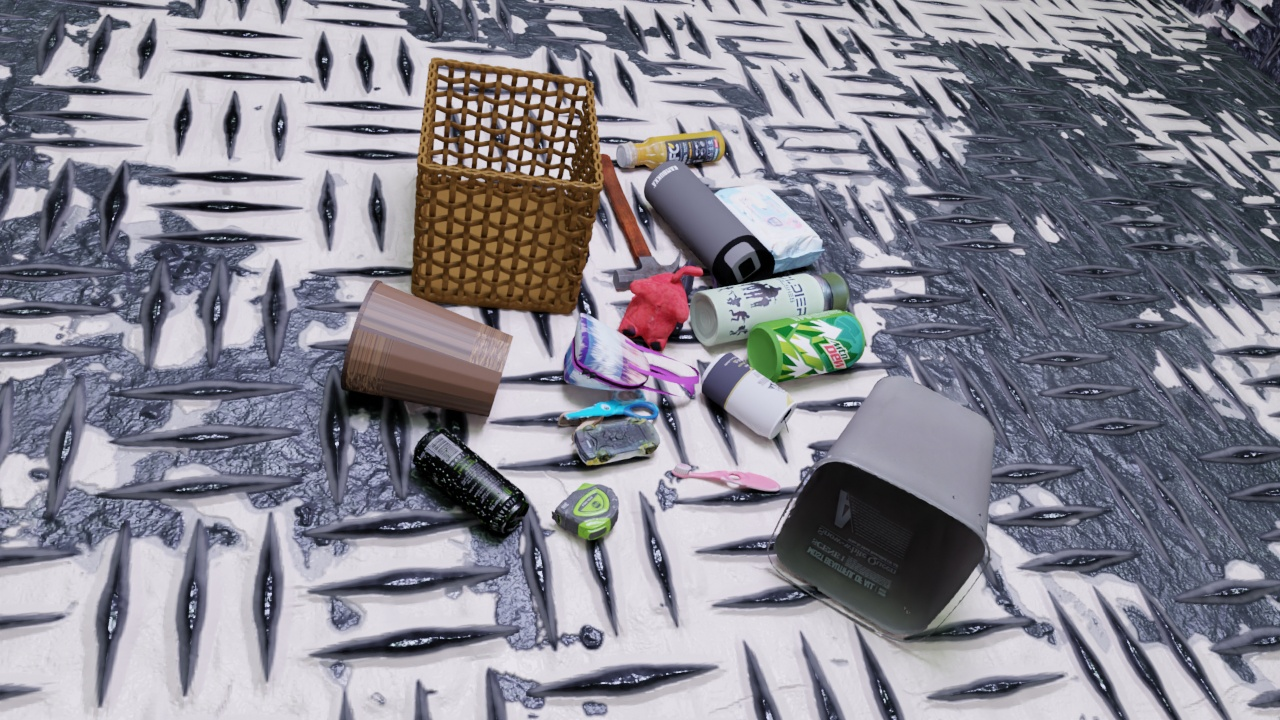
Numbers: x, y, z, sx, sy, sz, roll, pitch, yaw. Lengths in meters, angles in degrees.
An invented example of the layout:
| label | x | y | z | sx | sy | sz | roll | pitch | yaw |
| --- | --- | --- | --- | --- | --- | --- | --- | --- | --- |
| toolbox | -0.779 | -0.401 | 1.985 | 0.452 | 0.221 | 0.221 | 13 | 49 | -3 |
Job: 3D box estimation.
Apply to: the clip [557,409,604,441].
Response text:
| label | x | y | z | sx | sy | sz | roll | pitch | yaw |
| --- | --- | --- | --- | --- | --- | --- | --- | --- | --- |
| clip | -0.073 | 0.072 | 1.108 | 0.039 | 0.024 | 0.060 | 38 | 38 | 16 |

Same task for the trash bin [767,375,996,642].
| label | x | y | z | sx | sy | sz | roll | pitch | yaw |
| --- | --- | --- | --- | --- | --- | --- | --- | --- | --- |
| trash bin | 0.286 | 0.149 | 1.031 | 0.197 | 0.198 | 0.219 | 29 | 39 | 11 |

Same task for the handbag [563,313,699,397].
| label | x | y | z | sx | sy | sz | roll | pitch | yaw |
| --- | --- | --- | --- | --- | --- | --- | --- | --- | --- |
| handbag | -0.007 | 0.007 | 1.161 | 0.170 | 0.068 | 0.144 | 17 | 24 | -13 |

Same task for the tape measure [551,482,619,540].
| label | x | y | z | sx | sy | sz | roll | pitch | yaw |
| --- | --- | --- | --- | --- | --- | --- | --- | --- | --- |
| tape measure | -0.055 | 0.168 | 1.012 | 0.059 | 0.036 | 0.065 | 30 | 49 | 26 |

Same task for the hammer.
| label | x | y | z | sx | sy | sz | roll | pitch | yaw |
| --- | --- | --- | --- | --- | --- | --- | --- | --- | --- |
| hammer | -0.021 | -0.219 | 1.399 | 0.111 | 0.028 | 0.300 | -5 | 49 | -19 |

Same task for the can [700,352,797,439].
| label | x | y | z | sx | sy | sz | roll | pitch | yaw |
| --- | --- | --- | --- | --- | --- | --- | --- | --- | --- |
| can | 0.141 | 0.048 | 1.163 | 0.127 | 0.064 | 0.064 | 37 | 48 | 19 |

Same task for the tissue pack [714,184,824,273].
| label | x | y | z | sx | sy | sz | roll | pitch | yaw |
| --- | --- | --- | --- | --- | --- | --- | --- | --- | --- |
| tissue pack | 0.185 | -0.208 | 1.419 | 0.111 | 0.070 | 0.182 | -18 | 54 | -29 |

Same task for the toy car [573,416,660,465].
| label | x | y | z | sx | sy | sz | roll | pitch | yaw |
| --- | --- | --- | --- | --- | --- | --- | --- | --- | --- |
| toy car | -0.028 | 0.098 | 1.087 | 0.105 | 0.033 | 0.048 | -8 | 48 | -28 |

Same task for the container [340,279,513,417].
| label | x | y | z | sx | sy | sz | roll | pitch | yaw |
| --- | --- | --- | --- | --- | --- | --- | --- | --- | --- |
| container | -0.243 | -0.005 | 1.064 | 0.167 | 0.132 | 0.132 | 17 | 45 | -8 |

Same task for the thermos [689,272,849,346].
| label | x | y | z | sx | sy | sz | roll | pitch | yaw |
| --- | --- | --- | --- | --- | --- | --- | --- | --- | --- |
| thermos | 0.188 | -0.073 | 1.288 | 0.231 | 0.083 | 0.082 | -11 | 51 | -26 |

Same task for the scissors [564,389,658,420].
| label | x | y | z | sx | sy | sz | roll | pitch | yaw |
| --- | --- | --- | --- | --- | --- | --- | --- | --- | --- |
| scissors | -0.038 | 0.058 | 1.117 | 0.134 | 0.015 | 0.066 | -6 | 42 | -42 |

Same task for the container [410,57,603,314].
| label | x | y | z | sx | sy | sz | roll | pitch | yaw |
| --- | --- | --- | --- | --- | --- | --- | --- | --- | --- |
| container | -0.183 | -0.231 | 1.229 | 0.219 | 0.215 | 0.251 | 4 | 46 | -12 |

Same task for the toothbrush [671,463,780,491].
| label | x | y | z | sx | sy | sz | roll | pitch | yaw |
| --- | --- | --- | --- | --- | --- | --- | --- | --- | --- |
| toothbrush | 0.104 | 0.140 | 1.098 | 0.135 | 0.016 | 0.021 | 9 | 45 | -7 |

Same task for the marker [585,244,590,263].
| label | x | y | z | sx | sy | sz | roll | pitch | yaw |
| --- | --- | --- | --- | --- | --- | --- | --- | --- | --- |
| marker | -0.087 | -0.188 | 1.355 | 0.019 | 0.019 | 0.145 | 4 | 46 | -13 |

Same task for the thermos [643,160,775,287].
| label | x | y | z | sx | sy | sz | roll | pitch | yaw |
| --- | --- | --- | --- | --- | --- | --- | --- | --- | --- |
| thermos | 0.099 | -0.199 | 1.364 | 0.082 | 0.082 | 0.240 | -15 | 49 | -28 |

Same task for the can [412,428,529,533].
| label | x | y | z | sx | sy | sz | roll | pitch | yaw |
| --- | --- | --- | --- | --- | --- | --- | --- | --- | --- |
| can | -0.185 | 0.130 | 0.996 | 0.138 | 0.054 | 0.053 | 36 | 48 | 18 |

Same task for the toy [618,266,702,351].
| label | x | y | z | sx | sy | sz | roll | pitch | yaw |
| --- | --- | --- | --- | --- | --- | --- | --- | --- | --- |
| toy | 0.029 | -0.090 | 1.225 | 0.088 | 0.133 | 0.093 | 35 | 31 | -8 |

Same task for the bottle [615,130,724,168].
| label | x | y | z | sx | sy | sz | roll | pitch | yaw |
| --- | --- | --- | --- | --- | --- | --- | --- | --- | --- |
| bottle | 0.050 | -0.349 | 1.526 | 0.185 | 0.053 | 0.053 | -12 | 52 | -26 |

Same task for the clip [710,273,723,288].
| label | x | y | z | sx | sy | sz | roll | pitch | yaw |
| --- | --- | --- | --- | --- | --- | --- | --- | --- | --- |
| clip | 0.110 | -0.122 | 1.355 | 0.041 | 0.014 | 0.052 | 26 | 43 | 9 |

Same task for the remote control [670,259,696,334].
| label | x | y | z | sx | sy | sz | roll | pitch | yaw |
| --- | --- | --- | --- | --- | --- | --- | --- | --- | --- |
| remote control | 0.059 | -0.089 | 1.295 | 0.015 | 0.032 | 0.136 | 28 | 44 | -17 |

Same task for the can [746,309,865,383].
| label | x | y | z | sx | sy | sz | roll | pitch | yaw |
| --- | --- | --- | --- | --- | --- | --- | --- | --- | --- |
| can | 0.224 | -0.020 | 1.239 | 0.144 | 0.083 | 0.083 | -10 | 51 | -25 |
